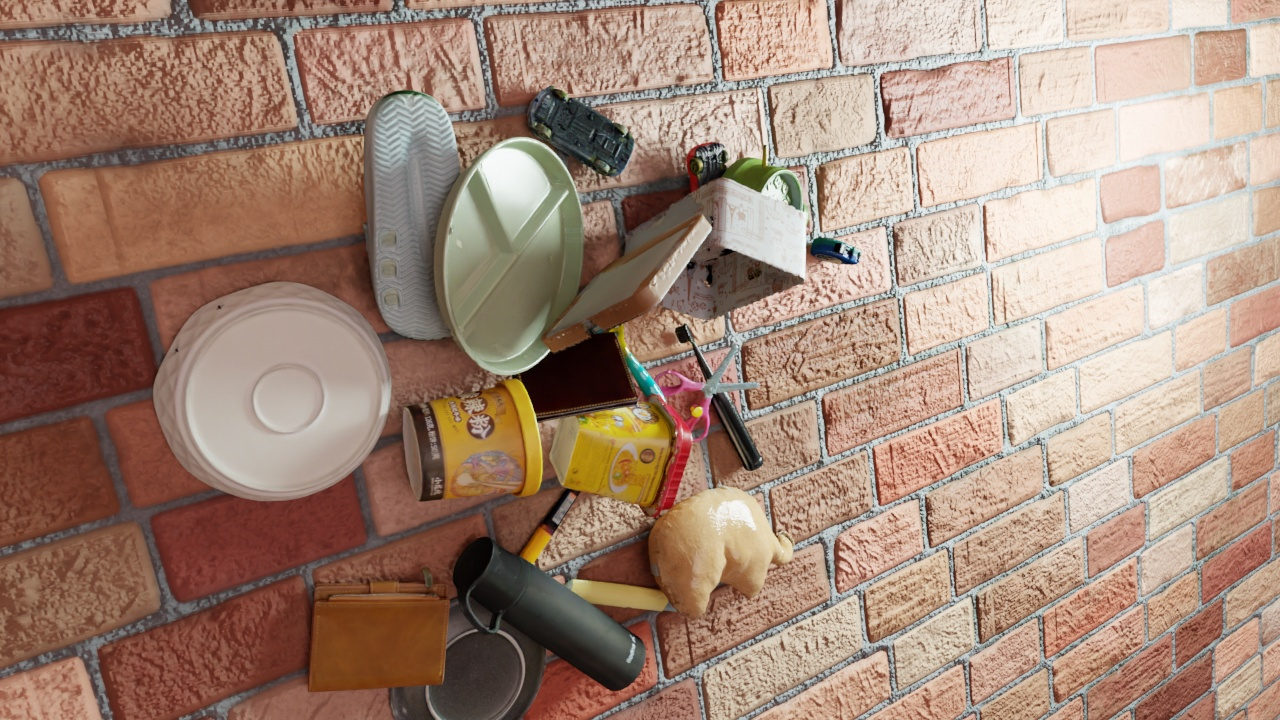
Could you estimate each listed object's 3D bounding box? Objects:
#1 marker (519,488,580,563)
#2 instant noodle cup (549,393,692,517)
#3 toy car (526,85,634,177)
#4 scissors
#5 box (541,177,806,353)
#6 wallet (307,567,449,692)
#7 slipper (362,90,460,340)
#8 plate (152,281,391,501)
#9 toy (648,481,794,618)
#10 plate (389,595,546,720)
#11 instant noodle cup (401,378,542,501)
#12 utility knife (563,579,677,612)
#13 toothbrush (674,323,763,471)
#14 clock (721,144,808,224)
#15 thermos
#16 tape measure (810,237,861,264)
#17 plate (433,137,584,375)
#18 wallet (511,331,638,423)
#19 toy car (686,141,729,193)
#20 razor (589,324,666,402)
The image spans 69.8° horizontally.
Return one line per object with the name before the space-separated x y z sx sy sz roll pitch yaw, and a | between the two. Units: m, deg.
marker | -0.095 0.174 1.016 0.018 0.015 0.123 45 71 -30
instant noodle cup | -0.025 0.096 0.989 0.123 0.116 0.116 10 107 -21
toy car | -0.063 -0.239 0.966 0.120 0.037 0.054 27 83 -22
scissors | 0.073 0.033 1.081 0.131 0.017 0.133 26 103 -17
box | 0.034 -0.096 0.944 0.270 0.180 0.132 -19 89 -39
wallet | -0.257 0.266 0.906 0.130 0.035 0.119 5 90 -20
slipper | -0.212 -0.130 0.862 0.103 0.074 0.246 -16 122 -25
plate | -0.324 0.032 0.835 0.204 0.046 0.205 -5 100 -31
toy | 0.109 0.219 1.110 0.225 0.083 0.143 -9 92 -35
plate | -0.178 0.337 0.980 0.179 0.024 0.179 -5 99 -31
instant noodle cup | -0.169 0.083 0.902 0.114 0.118 0.118 -7 101 -22
utility knife | -0.006 0.282 1.082 0.208 0.021 0.031 16 91 -26
toothbrush | 0.095 0.045 1.110 0.213 0.027 0.026 61 22 -22
clock | 0.146 -0.166 1.080 0.116 0.056 0.161 -58 140 -15
thermos | -0.099 0.285 0.987 0.242 0.069 0.089 42 49 -31
tape measure | 0.243 -0.139 1.158 0.054 0.058 0.025 20 86 -28
plate | -0.124 -0.100 0.894 0.229 0.027 0.230 -30 126 -56
wallet | -0.072 0.016 0.960 0.122 0.020 0.096 -9 59 -18
toy car | 0.077 -0.198 1.060 0.049 0.031 0.106 -25 121 -31
razor | -0.006 0.006 1.038 0.043 0.028 0.132 -37 110 -7
